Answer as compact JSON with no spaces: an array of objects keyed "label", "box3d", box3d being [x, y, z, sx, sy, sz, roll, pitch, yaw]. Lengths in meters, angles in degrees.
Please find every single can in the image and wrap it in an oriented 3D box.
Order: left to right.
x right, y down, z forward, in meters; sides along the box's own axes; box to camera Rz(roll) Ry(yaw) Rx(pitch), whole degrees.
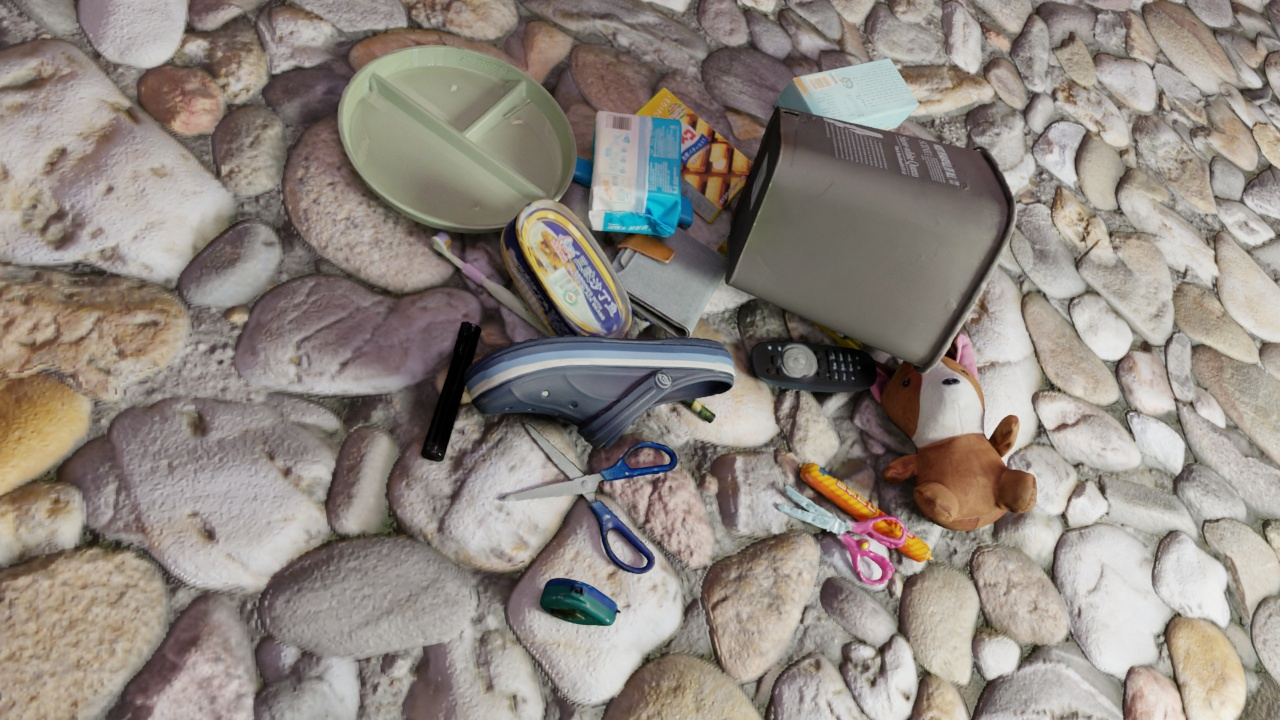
[{"label":"can","box3d":[-0.067,-0.074,0.835,0.074,0.049,0.148,-34,94,-27]}]

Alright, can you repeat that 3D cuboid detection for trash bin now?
[{"label":"trash bin","box3d":[0.212,-0.132,0.904,0.220,0.199,0.198,18,34,-4]}]

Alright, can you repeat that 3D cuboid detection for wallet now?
[{"label":"wallet","box3d":[0.026,-0.090,0.911,0.106,0.037,0.129,35,44,-3]}]

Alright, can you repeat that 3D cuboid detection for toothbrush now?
[{"label":"toothbrush","box3d":[-0.117,-0.056,0.858,0.189,0.029,0.020,38,99,-4]},{"label":"toothbrush","box3d":[-0.005,0.005,0.880,0.186,0.012,0.017,36,63,-4]},{"label":"toothbrush","box3d":[0.162,-0.067,0.984,0.190,0.016,0.016,38,53,-2]}]

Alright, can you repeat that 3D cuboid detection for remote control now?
[{"label":"remote control","box3d":[0.176,0.008,0.944,0.136,0.024,0.053,5,64,-10]}]

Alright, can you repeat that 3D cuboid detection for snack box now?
[{"label":"snack box","box3d":[0.050,-0.225,1.004,0.140,0.034,0.086,40,57,1]},{"label":"snack box","box3d":[0.252,-0.313,1.120,0.174,0.052,0.074,-20,76,-29]}]

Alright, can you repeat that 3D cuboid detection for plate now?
[{"label":"plate","box3d":[-0.176,-0.216,0.896,0.230,0.028,0.229,9,59,-15]}]

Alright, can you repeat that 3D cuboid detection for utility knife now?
[{"label":"utility knife","box3d":[-0.029,-0.185,0.959,0.185,0.018,0.034,20,60,-12]}]

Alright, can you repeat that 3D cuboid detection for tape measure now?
[{"label":"tape measure","box3d":[-0.053,0.197,0.741,0.058,0.055,0.025,46,47,-37]}]

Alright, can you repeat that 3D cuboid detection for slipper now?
[{"label":"slipper","box3d":[-0.031,0.032,0.805,0.252,0.105,0.095,-3,72,-26]}]

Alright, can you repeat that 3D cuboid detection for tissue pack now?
[{"label":"tissue pack","box3d":[-0.005,-0.186,0.915,0.090,0.063,0.139,5,58,-6]}]

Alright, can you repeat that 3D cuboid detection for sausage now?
[{"label":"sausage","box3d":[0.221,0.150,0.901,0.165,0.022,0.021,36,57,-4]}]

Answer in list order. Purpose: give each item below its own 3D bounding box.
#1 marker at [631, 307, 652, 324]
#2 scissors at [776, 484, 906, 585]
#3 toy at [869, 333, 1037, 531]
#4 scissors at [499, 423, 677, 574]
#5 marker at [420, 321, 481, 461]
[{"label":"marker","box3d":[-0.040,-0.088,0.906,0.146,0.017,0.016,40,57,-1]},{"label":"scissors","box3d":[0.196,0.152,0.882,0.137,0.017,0.076,37,83,0]},{"label":"toy","box3d":[0.307,0.069,0.926,0.140,0.131,0.199,-9,60,0]},{"label":"scissors","box3d":[-0.037,0.116,0.813,0.175,0.012,0.162,-17,73,-27]},{"label":"marker","box3d":[-0.163,0.025,0.796,0.020,0.022,0.131,1,59,18]}]
